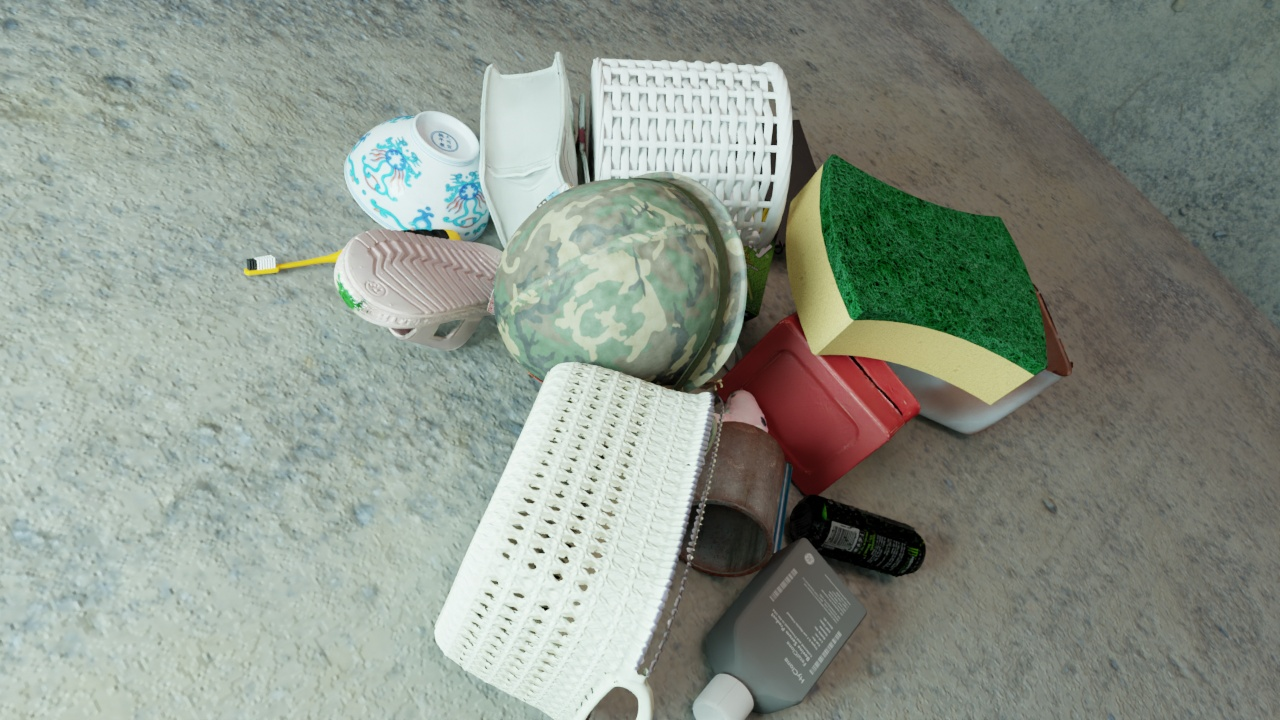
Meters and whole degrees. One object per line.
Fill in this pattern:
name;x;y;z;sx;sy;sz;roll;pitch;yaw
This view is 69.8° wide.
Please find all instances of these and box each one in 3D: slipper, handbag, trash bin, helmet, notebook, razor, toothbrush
slipper;-0.175;-0.056;0.772;0.094;0.064;0.238;47;22;11
handbag;-0.095;-0.196;0.913;0.096;0.142;0.198;-10;49;5
trash bin;0.358;-0.040;1.115;0.259;0.158;0.181;22;43;-21
helmet;-0.013;-0.057;0.763;0.235;0.225;0.192;-12;75;-42
notebook;0.128;-0.206;1.115;0.231;0.019;0.169;-13;82;-30
razor;0.127;0.155;0.843;0.042;0.022;0.143;28;48;-17
toothbrush;-0.238;-0.090;0.781;0.196;0.031;0.031;-17;34;-41

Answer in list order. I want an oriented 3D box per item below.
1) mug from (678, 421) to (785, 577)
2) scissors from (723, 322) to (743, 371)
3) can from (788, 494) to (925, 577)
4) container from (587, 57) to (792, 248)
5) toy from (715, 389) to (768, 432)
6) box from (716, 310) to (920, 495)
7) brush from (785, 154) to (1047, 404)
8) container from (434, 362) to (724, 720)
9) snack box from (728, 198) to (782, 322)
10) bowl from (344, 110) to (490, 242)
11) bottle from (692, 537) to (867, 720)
mug;0.060;0.114;0.791;0.123;0.096;0.110;14;34;8
scissors;0.080;-0.064;0.991;0.150;0.019;0.130;38;61;-12
can;0.207;0.168;0.874;0.137;0.054;0.053;20;43;-24
container;0.042;-0.214;0.950;0.186;0.190;0.189;1;48;-6
toy;0.096;0.081;0.871;0.098;0.053;0.096;-25;83;-49
box;0.174;0.035;0.914;0.117;0.136;0.157;-29;75;-35
brush;0.271;-0.079;0.911;0.250;0.075;0.194;15;53;-21
container;-0.036;0.119;0.633;0.143;0.185;0.250;23;43;-4
snack box;0.111;-0.127;1.055;0.080;0.025;0.147;25;65;-19
bowl;-0.196;-0.185;0.865;0.144;0.074;0.143;22;42;-22
bottle;0.103;0.227;0.730;0.083;0.046;0.173;50;48;4
